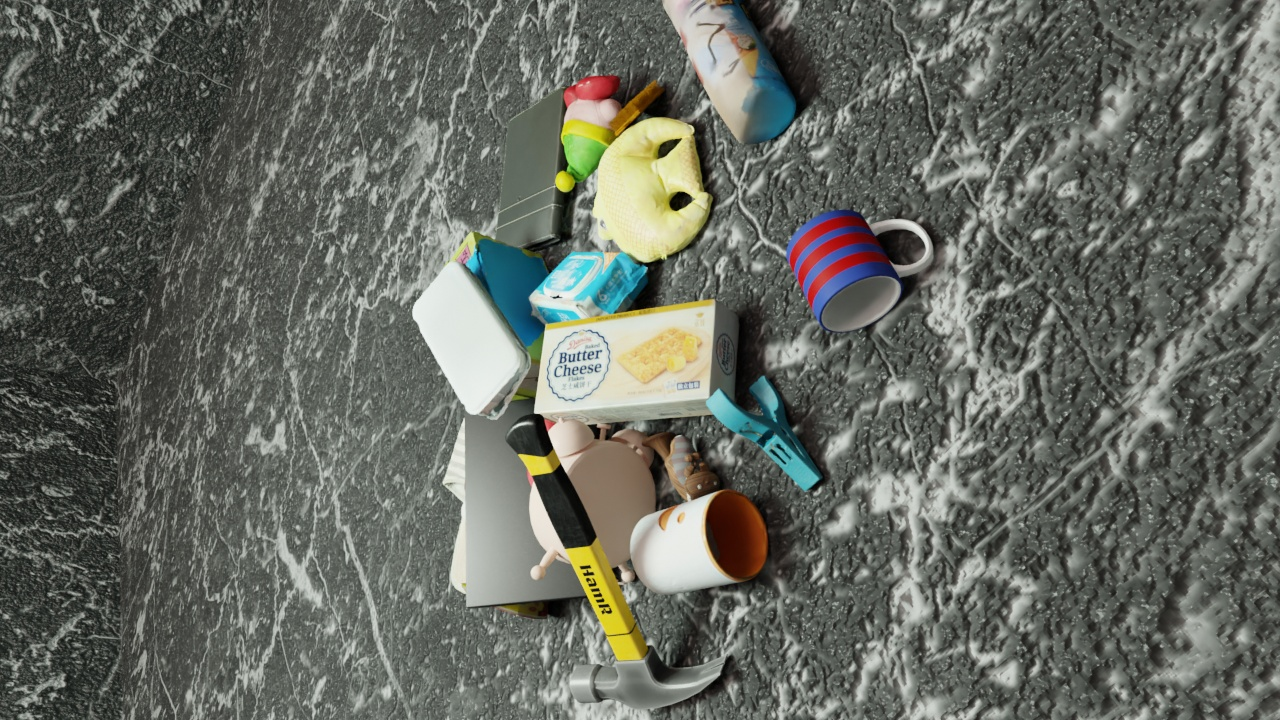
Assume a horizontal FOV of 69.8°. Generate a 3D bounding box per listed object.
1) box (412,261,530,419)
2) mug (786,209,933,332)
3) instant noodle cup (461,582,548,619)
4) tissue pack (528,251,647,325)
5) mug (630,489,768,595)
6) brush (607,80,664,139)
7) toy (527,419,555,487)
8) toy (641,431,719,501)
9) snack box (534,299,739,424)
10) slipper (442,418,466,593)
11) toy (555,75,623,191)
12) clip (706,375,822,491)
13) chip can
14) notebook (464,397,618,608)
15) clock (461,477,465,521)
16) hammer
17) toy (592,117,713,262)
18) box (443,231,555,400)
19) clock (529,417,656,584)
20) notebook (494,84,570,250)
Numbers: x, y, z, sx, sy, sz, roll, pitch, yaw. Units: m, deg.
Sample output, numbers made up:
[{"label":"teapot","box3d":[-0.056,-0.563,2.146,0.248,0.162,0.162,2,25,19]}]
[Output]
[{"label":"box","box3d":[-0.196,-0.025,1.046,0.118,0.063,0.213,-53,44,19]},{"label":"mug","box3d":[0.189,-0.085,0.780,0.112,0.075,0.076,-28,56,12]},{"label":"instant noodle cup","box3d":[-0.136,0.231,1.066,0.100,0.100,0.112,11,78,51]},{"label":"tissue pack","box3d":[-0.064,-0.078,1.056,0.145,0.061,0.092,7,55,54]},{"label":"mug","box3d":[0.053,0.171,0.855,0.106,0.082,0.082,-26,61,44]},{"label":"brush","box3d":[-0.012,-0.282,1.048,0.049,0.017,0.126,-36,13,39]},{"label":"toy","box3d":[-0.078,0.114,1.001,0.045,0.091,0.135,120,141,-76]},{"label":"toy","box3d":[0.044,0.108,0.918,0.101,0.041,0.055,62,148,29]},{"label":"snack box","box3d":[-0.006,0.005,0.936,0.208,0.057,0.104,-6,67,30]},{"label":"slipper","box3d":[-0.213,0.169,1.203,0.115,0.054,0.272,-1,80,45]},{"label":"toy","box3d":[-0.072,-0.274,1.128,0.124,0.096,0.131,5,103,57]},{"label":"clip","box3d":[0.115,0.053,0.840,0.033,0.120,0.118,-50,13,28]},{"label":"chip can","box3d":[0.087,-0.328,0.955,0.080,0.079,0.229,-44,50,34]},{"label":"notebook","box3d":[-0.115,0.153,1.035,0.169,0.019,0.231,-8,69,8]},{"label":"clock","box3d":[-0.173,0.161,1.127,0.044,0.087,0.124,10,85,52]},{"label":"hammer","box3d":[-0.040,0.191,0.845,0.170,0.034,0.324,-13,111,28]},{"label":"toy","box3d":[0.006,-0.185,1.029,0.155,0.064,0.170,-25,68,31]},{"label":"box","box3d":[-0.159,-0.052,1.141,0.079,0.124,0.220,-49,49,27]},{"label":"clock","box3d":[-0.040,0.144,0.936,0.086,0.131,0.160,-10,72,49]},{"label":"notebook","box3d":[-0.147,-0.249,1.247,0.170,0.029,0.209,-8,73,55]}]
